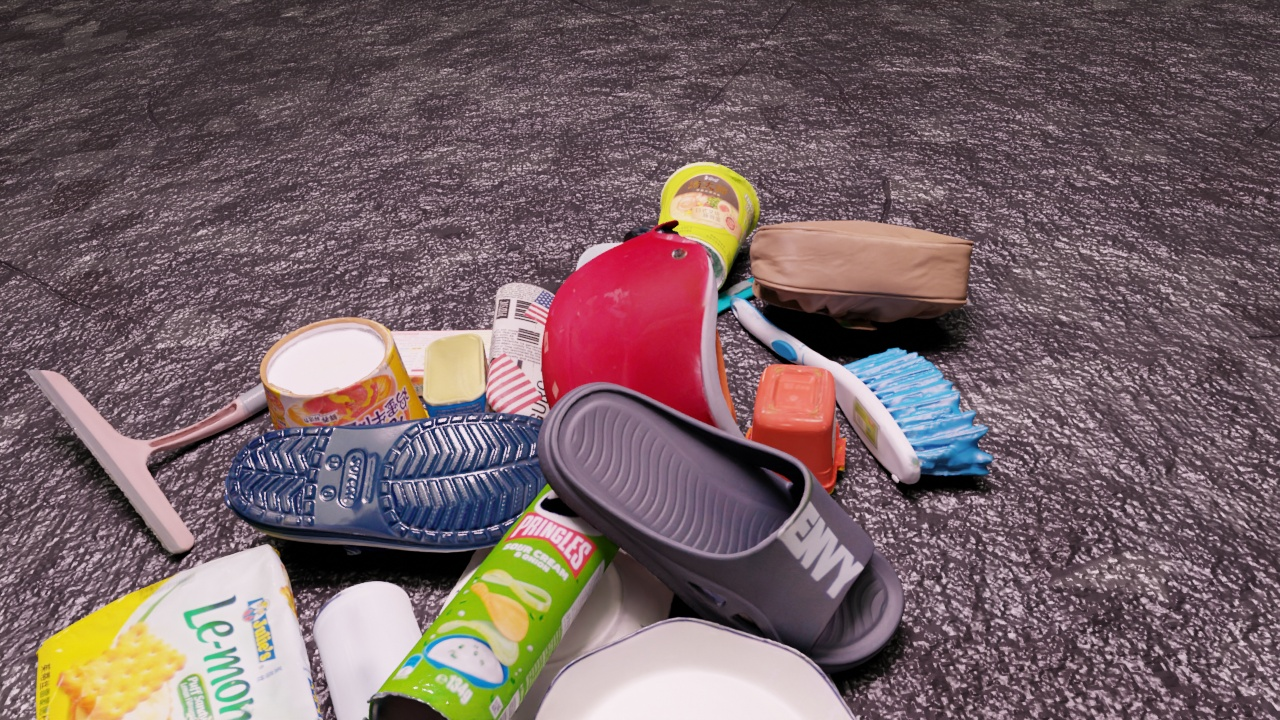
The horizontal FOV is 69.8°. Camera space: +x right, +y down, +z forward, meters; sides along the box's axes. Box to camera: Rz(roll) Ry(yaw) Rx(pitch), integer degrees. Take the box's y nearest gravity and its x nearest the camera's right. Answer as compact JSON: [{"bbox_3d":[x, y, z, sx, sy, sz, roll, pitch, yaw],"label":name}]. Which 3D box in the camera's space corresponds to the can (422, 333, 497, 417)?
[{"bbox_3d":[-0.153,0.038,0.793,0.057,0.083,0.102,-9,37,-5],"label":"can"}]

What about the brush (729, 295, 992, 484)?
[{"bbox_3d":[0.182,0.007,0.825,0.109,0.061,0.314,-15,35,-8],"label":"brush"}]

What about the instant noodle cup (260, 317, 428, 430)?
[{"bbox_3d":[-0.254,0.037,0.784,0.138,0.110,0.137,-4,38,3],"label":"instant noodle cup"}]

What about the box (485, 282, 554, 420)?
[{"bbox_3d":[-0.102,0.003,0.797,0.076,0.086,0.161,-37,34,31],"label":"box"}]

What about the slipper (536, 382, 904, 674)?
[{"bbox_3d":[0.058,0.102,0.572,0.268,0.083,0.110,34,66,-4],"label":"slipper"}]

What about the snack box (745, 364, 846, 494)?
[{"bbox_3d":[0.126,0.054,0.741,0.082,0.080,0.091,5,37,11],"label":"snack box"}]

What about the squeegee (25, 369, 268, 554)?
[{"bbox_3d":[-0.376,0.043,0.851,0.248,0.040,0.248,39,48,24],"label":"squeegee"}]

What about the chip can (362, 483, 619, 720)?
[{"bbox_3d":[-0.071,0.147,0.567,0.072,0.072,0.235,11,32,20],"label":"chip can"}]

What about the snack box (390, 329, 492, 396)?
[{"bbox_3d":[-0.184,0.001,0.892,0.156,0.027,0.076,-1,37,6],"label":"snack box"}]

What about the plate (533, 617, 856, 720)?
[{"bbox_3d":[0.031,0.246,0.507,0.205,0.046,0.204,-1,46,1],"label":"plate"}]

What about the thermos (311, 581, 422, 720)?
[{"bbox_3d":[-0.137,0.232,0.546,0.073,0.073,0.224,-20,40,-19],"label":"thermos"}]

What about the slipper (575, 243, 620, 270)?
[{"bbox_3d":[-0.030,-0.061,0.919,0.104,0.074,0.244,-3,36,2],"label":"slipper"}]

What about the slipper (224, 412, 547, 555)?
[{"bbox_3d":[-0.183,0.102,0.708,0.252,0.095,0.105,-1,68,-6],"label":"slipper"}]

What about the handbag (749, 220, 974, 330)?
[{"bbox_3d":[0.203,-0.083,0.875,0.204,0.100,0.148,5,7,-7],"label":"handbag"}]

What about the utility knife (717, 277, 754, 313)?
[{"bbox_3d":[0.116,-0.079,0.975,0.182,0.013,0.029,-27,41,-27],"label":"utility knife"}]

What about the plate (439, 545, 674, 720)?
[{"bbox_3d":[-0.064,0.175,0.641,0.164,0.034,0.163,4,37,13],"label":"plate"}]

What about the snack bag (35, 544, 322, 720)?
[{"bbox_3d":[-0.276,0.230,0.564,0.157,0.068,0.246,-21,41,-18],"label":"snack bag"}]

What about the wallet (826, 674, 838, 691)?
[{"bbox_3d":[0.078,0.216,0.584,0.097,0.019,0.120,-13,40,-10],"label":"wallet"}]

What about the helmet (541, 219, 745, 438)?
[{"bbox_3d":[-0.004,0.004,0.728,0.144,0.207,0.240,-15,13,0],"label":"helmet"}]

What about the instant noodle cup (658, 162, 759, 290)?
[{"bbox_3d":[0.063,-0.131,0.976,0.112,0.112,0.123,5,42,13],"label":"instant noodle cup"}]
